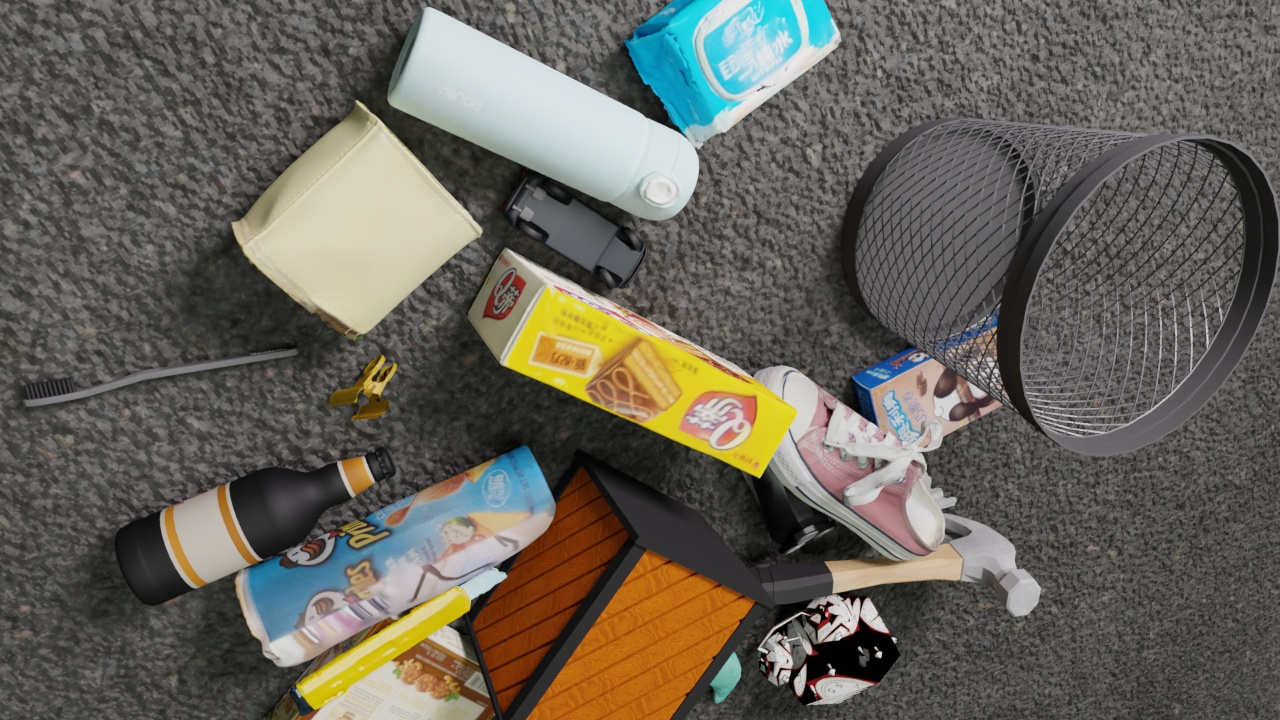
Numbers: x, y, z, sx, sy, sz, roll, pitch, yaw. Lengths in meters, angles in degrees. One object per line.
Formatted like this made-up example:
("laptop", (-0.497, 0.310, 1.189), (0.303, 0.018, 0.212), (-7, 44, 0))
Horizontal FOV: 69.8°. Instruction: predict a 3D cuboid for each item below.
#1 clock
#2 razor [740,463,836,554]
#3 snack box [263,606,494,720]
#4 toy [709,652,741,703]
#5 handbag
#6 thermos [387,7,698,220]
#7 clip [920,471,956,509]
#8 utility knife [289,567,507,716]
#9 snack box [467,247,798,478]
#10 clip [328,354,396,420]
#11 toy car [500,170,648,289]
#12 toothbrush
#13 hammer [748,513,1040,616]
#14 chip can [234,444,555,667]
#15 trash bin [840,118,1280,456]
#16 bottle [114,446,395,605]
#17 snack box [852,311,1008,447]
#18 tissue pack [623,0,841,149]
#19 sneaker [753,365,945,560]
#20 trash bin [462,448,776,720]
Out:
("clock", (0.176, 0.277, 0.868), (0.154, 0.065, 0.115), (29, 113, -36))
("razor", (0.115, 0.100, 0.798), (0.057, 0.060, 0.156), (-29, 100, 4))
("snack box", (-0.201, 0.279, 0.746), (0.143, 0.041, 0.147), (40, 92, -30))
("toy", (0.048, 0.294, 0.861), (0.105, 0.033, 0.085), (3, 120, -24))
("handbag", (-0.181, -0.085, 0.588), (0.119, 0.081, 0.111), (-44, 127, -2))
("thermos", (-0.058, -0.156, 0.609), (0.206, 0.078, 0.065), (21, 113, -25))
("clip", (0.260, 0.130, 0.875), (0.101, 0.050, 0.058), (-14, 128, -18))
("utility knife", (-0.180, 0.209, 0.693), (0.179, 0.017, 0.030), (-30, 121, -9))
("snack box", (-0.004, 0.004, 0.675), (0.230, 0.110, 0.062), (26, 98, -29))
("clip", (-0.190, 0.022, 0.648), (0.048, 0.054, 0.045), (-25, 99, -38))
("toy car", (-0.046, -0.093, 0.662), (0.112, 0.034, 0.046), (30, 97, -28))
("toothbrush", (-0.314, 0.008, 0.607), (0.167, 0.013, 0.013), (-10, 106, -18))
("hammer", (0.185, 0.197, 0.840), (0.328, 0.131, 0.039), (-5, 112, -10))
("chip can", (-0.174, 0.143, 0.683), (0.229, 0.080, 0.080), (-24, 118, -11))
("trash bin", (0.295, -0.075, 0.697), (0.217, 0.227, 0.218), (-8, 113, -19))
("bottle", (-0.261, 0.106, 0.641), (0.181, 0.059, 0.059), (-23, 117, -12))
("snack box", (0.272, 0.024, 0.840), (0.151, 0.034, 0.087), (-26, 119, -10))
("tissue pack", (0.068, -0.224, 0.640), (0.144, 0.061, 0.093), (-39, 120, -3))
("sneaker", (0.191, 0.086, 0.773), (0.241, 0.088, 0.118), (40, 50, -21))
("trash bin", (-0.023, 0.198, 0.729), (0.139, 0.139, 0.172), (31, 96, -29))
